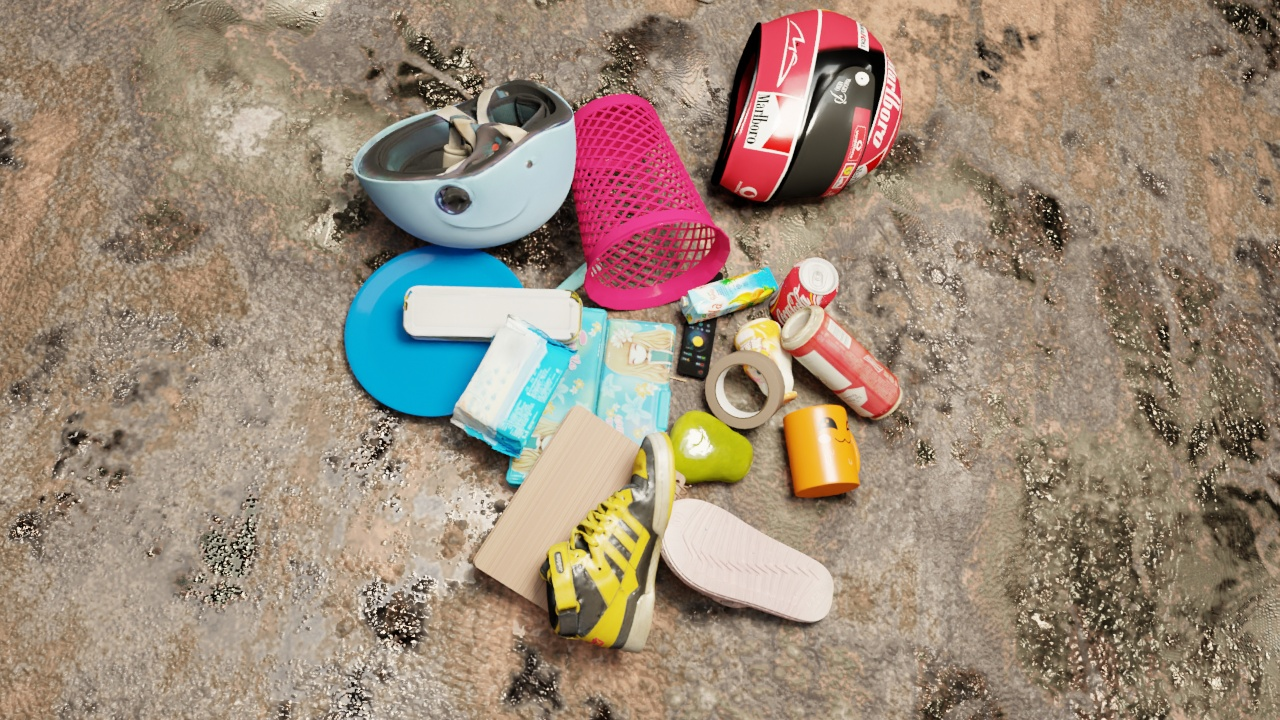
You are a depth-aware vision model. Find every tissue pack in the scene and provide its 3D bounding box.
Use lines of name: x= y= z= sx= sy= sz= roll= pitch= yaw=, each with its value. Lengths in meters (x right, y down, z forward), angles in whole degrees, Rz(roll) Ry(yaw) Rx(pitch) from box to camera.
tissue pack: x=-0.144 y=0.030 z=1.036 sx=0.093 sy=0.062 sz=0.144 roll=28 pitch=87 yaw=-4

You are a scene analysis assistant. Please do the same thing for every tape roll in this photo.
tape roll: x=0.128 y=0.035 z=1.125 sx=0.094 sy=0.030 sz=0.094 roll=4 pitch=100 yaw=22

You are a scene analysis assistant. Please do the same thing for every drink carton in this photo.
drink carton: x=0.112 y=-0.083 z=1.170 sx=0.128 sy=0.044 sz=0.038 roll=-18 pitch=76 yaw=-22

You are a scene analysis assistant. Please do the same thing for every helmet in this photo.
helmet: x=0.232 y=-0.329 z=1.226 sx=0.224 sy=0.198 sz=0.270 roll=14 pitch=76 yaw=-5
helmet: x=-0.203 y=-0.224 z=1.109 sx=0.265 sy=0.167 sz=0.225 roll=-12 pitch=35 yaw=-4

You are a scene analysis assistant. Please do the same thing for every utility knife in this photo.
utility knife: x=-0.094 y=-0.093 z=1.173 sx=0.022 sy=0.015 sz=0.120 roll=41 pitch=69 yaw=16

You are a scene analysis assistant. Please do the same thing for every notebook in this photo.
notebook: x=-0.061 y=0.182 z=1.036 sx=0.169 sy=0.022 sz=0.210 roll=35 pitch=75 yaw=-10

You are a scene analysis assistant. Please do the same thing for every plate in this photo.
plate: x=-0.241 y=-0.036 z=1.108 sx=0.224 sy=0.024 sz=0.224 roll=0 pitch=69 yaw=0

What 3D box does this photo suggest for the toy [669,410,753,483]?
toy: x=0.085 y=0.112 z=1.107 sx=0.110 sy=0.051 sz=0.090 roll=21 pitch=69 yaw=-5

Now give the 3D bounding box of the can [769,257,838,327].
can: x=0.210 y=-0.085 z=1.176 sx=0.064 sy=0.105 sz=0.064 roll=4 pitch=69 yaw=-9

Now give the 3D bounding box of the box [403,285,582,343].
box: x=-0.173 y=-0.053 z=1.087 sx=0.210 sy=0.045 sz=0.065 roll=2 pitch=81 yaw=0

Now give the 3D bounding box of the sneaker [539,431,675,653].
sneaker: x=-0.039 y=0.188 z=0.982 sx=0.122 sy=0.086 sz=0.238 roll=11 pitch=84 yaw=-18

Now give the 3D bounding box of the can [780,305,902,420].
can: x=0.251 y=0.004 z=1.143 sx=0.170 sy=0.067 sz=0.067 roll=39 pitch=65 yaw=-20

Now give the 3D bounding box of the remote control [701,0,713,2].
remote control: x=0.101 y=-0.605 z=1.398 sx=0.060 sy=0.025 sz=0.138 roll=19 pitch=67 yaw=-3

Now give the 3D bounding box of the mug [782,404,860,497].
mug: x=0.232 y=0.114 z=1.128 sx=0.112 sy=0.078 sz=0.095 roll=11 pitch=64 yaw=-40

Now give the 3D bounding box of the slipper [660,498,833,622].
slipper: x=0.113 y=0.238 z=1.059 sx=0.239 sy=0.065 sz=0.094 roll=27 pitch=66 yaw=-19

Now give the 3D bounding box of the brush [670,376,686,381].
brush: x=-0.007 y=0.006 z=1.148 sx=0.126 sy=0.017 sz=0.048 roll=15 pitch=67 yaw=-5

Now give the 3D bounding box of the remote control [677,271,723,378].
remote control: x=0.077 y=-0.049 z=1.185 sx=0.041 sy=0.020 sz=0.151 roll=13 pitch=68 yaw=-8

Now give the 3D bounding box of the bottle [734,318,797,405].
bottle: x=0.161 y=0.003 z=1.157 sx=0.063 sy=0.063 sz=0.108 roll=-15 pitch=74 yaw=-16

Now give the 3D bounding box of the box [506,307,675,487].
box: x=-0.055 y=0.049 z=1.099 sx=0.182 sy=0.039 sz=0.226 roll=7 pitch=72 yaw=0

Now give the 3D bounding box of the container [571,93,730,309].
container: x=-0.009 y=-0.208 z=1.157 sx=0.183 sy=0.184 sz=0.225 roll=-11 pitch=64 yaw=-14
